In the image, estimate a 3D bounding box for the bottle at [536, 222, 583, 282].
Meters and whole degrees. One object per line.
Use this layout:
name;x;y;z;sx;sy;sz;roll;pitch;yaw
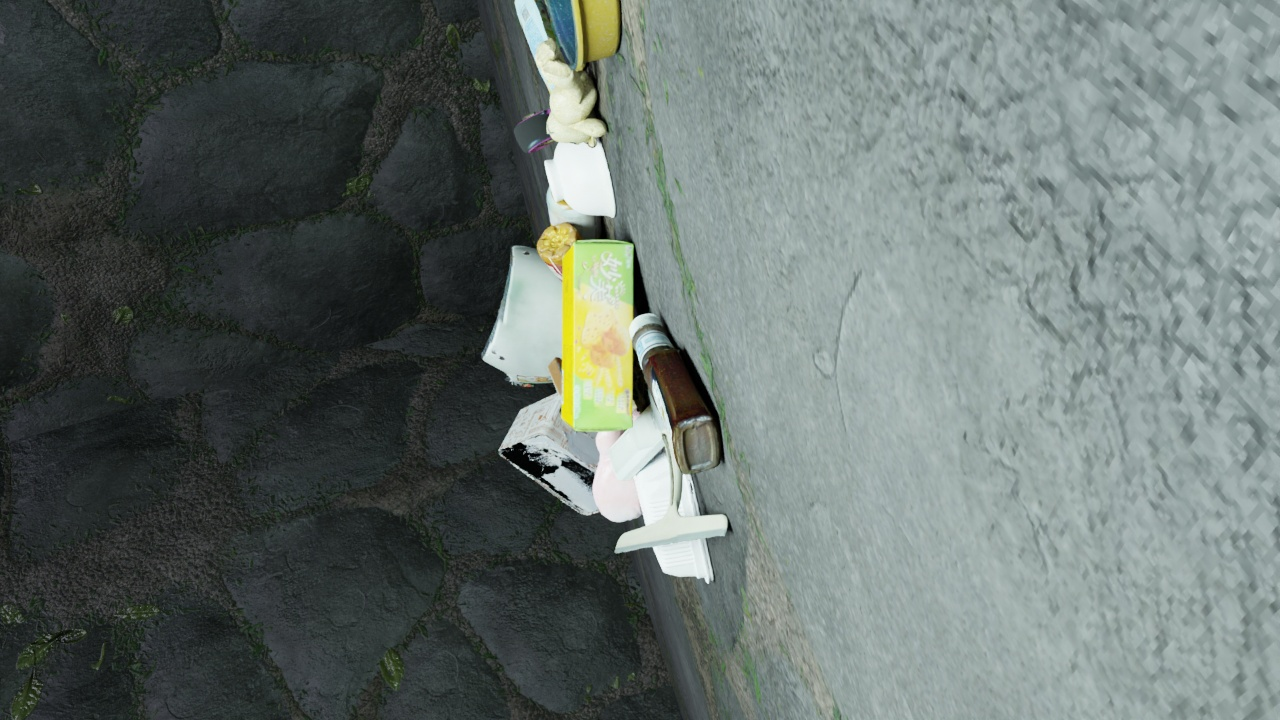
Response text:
bottle;-0.075;-0.109;1.223;0.175;0.057;0.057;54;-168;-52

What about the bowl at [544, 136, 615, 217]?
bowl;-0.076;-0.219;1.084;0.118;0.064;0.118;162;91;-83

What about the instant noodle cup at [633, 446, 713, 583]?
instant noodle cup;0.035;0.187;1.149;0.138;0.060;0.173;-122;16;-67

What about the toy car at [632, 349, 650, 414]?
toy car;-0.007;0.007;1.156;0.158;0.042;0.070;-111;9;-57

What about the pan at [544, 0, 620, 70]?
pan;-0.068;-0.336;0.682;0.357;0.078;0.198;-154;48;-81

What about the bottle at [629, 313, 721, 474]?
bottle;0.028;0.022;0.882;0.194;0.044;0.080;-113;10;-51

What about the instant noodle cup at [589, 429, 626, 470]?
instant noodle cup;-0.039;0.143;1.476;0.116;0.116;0.124;-115;23;-57

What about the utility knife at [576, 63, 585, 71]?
utility knife;-0.068;-0.329;0.995;0.216;0.022;0.031;-150;38;-74

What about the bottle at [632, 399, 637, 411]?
bottle;-0.019;0.046;1.275;0.149;0.066;0.067;-124;18;-48

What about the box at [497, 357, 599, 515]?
box;-0.073;0.092;1.309;0.182;0.152;0.173;40;-129;-22

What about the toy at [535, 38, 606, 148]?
toy;-0.077;-0.274;0.955;0.105;0.066;0.157;55;177;13

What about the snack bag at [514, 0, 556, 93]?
snack bag;-0.109;-0.362;1.141;0.110;0.039;0.191;104;147;-72

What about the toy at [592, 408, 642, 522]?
toy;-0.012;0.138;1.207;0.054;0.121;0.160;27;132;46

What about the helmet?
helmet;-0.132;-0.062;1.479;0.274;0.157;0.230;46;-121;-74

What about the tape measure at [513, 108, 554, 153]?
tape measure;-0.129;-0.287;1.145;0.039;0.057;0.058;62;-178;-7

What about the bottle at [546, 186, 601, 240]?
bottle;-0.087;-0.180;1.246;0.190;0.068;0.068;90;163;-68

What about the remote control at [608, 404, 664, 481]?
remote control;0.002;0.094;1.095;0.125;0.024;0.049;-49;49;36

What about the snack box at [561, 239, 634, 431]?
snack box;-0.052;-0.027;1.072;0.158;0.070;0.210;-178;89;-80

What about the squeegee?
squeegee;0.025;0.082;1.026;0.247;0.039;0.246;-29;65;59
